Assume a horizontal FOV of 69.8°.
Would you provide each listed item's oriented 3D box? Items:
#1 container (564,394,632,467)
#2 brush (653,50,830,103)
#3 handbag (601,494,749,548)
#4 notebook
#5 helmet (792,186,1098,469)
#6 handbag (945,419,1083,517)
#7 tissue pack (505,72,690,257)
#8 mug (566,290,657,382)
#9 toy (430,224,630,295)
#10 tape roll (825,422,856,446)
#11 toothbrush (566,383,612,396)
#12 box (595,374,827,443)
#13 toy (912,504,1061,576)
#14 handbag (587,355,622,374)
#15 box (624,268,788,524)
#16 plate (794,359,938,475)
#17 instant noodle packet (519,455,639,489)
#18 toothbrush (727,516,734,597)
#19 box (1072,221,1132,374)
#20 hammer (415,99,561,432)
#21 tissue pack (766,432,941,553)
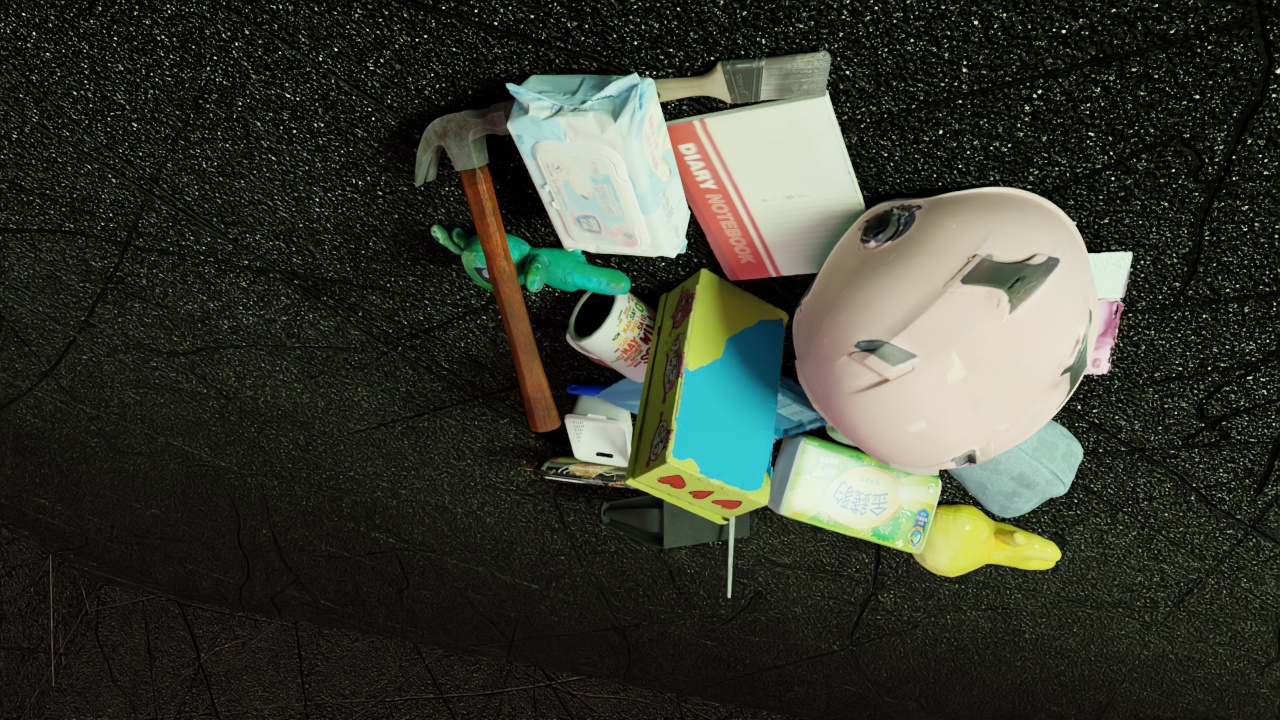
[{"bbox_3d":[-0.049,0.088,1.205,0.081,0.049,0.129,8,150,8],"label":"container"},{"bbox_3d":[0.068,-0.208,0.688,0.151,0.012,0.039,1,149,20],"label":"brush"},{"bbox_3d":[0.027,0.219,1.342,0.175,0.072,0.196,3,176,-43],"label":"handbag"},{"bbox_3d":[0.113,-0.139,0.791,0.153,0.012,0.209,-4,146,27],"label":"notebook"},{"bbox_3d":[0.254,-0.016,0.750,0.256,0.152,0.230,-34,109,20],"label":"helmet"},{"bbox_3d":[0.349,0.060,0.932,0.192,0.118,0.122,37,150,6],"label":"handbag"},{"bbox_3d":[-0.031,-0.157,0.746,0.112,0.069,0.182,10,152,22],"label":"tissue pack"},{"bbox_3d":[-0.029,-0.027,0.976,0.089,0.073,0.105,34,144,-33],"label":"mug"},{"bbox_3d":[-0.102,-0.097,0.892,0.193,0.072,0.130,12,-176,2],"label":"toy"},{"bbox_3d":[0.271,0.079,1.106,0.093,0.013,0.093,10,150,5],"label":"tape roll"},{"bbox_3d":[-0.006,0.040,1.140,0.183,0.016,0.018,1,154,18],"label":"toothbrush"},{"bbox_3d":[0.087,0.044,1.080,0.231,0.033,0.175,26,146,-30],"label":"box"},{"bbox_3d":[0.458,0.250,1.252,0.208,0.092,0.134,2,152,14],"label":"toy"},{"bbox_3d":[-0.006,0.006,1.079,0.055,0.029,0.119,-17,145,33],"label":"handbag"},{"bbox_3d":[0.068,0.035,0.899,0.124,0.220,0.081,24,149,-24],"label":"box"},{"bbox_3d":[0.232,0.068,0.976,0.189,0.027,0.189,40,178,1],"label":"plate"},{"bbox_3d":[-0.040,0.159,1.296,0.221,0.032,0.159,5,178,13],"label":"instant noodle packet"},{"bbox_3d":[0.129,0.235,1.258,0.010,0.181,0.010,-21,142,40],"label":"toothbrush"},{"bbox_3d":[0.304,-0.055,0.817,0.230,0.035,0.160,-1,128,12],"label":"box"},{"bbox_3d":[-0.122,-0.072,0.821,0.111,0.028,0.301,-1,114,29],"label":"hammer"},{"bbox_3d":[0.260,0.162,1.173,0.197,0.120,0.141,23,178,-8],"label":"tissue pack"}]
